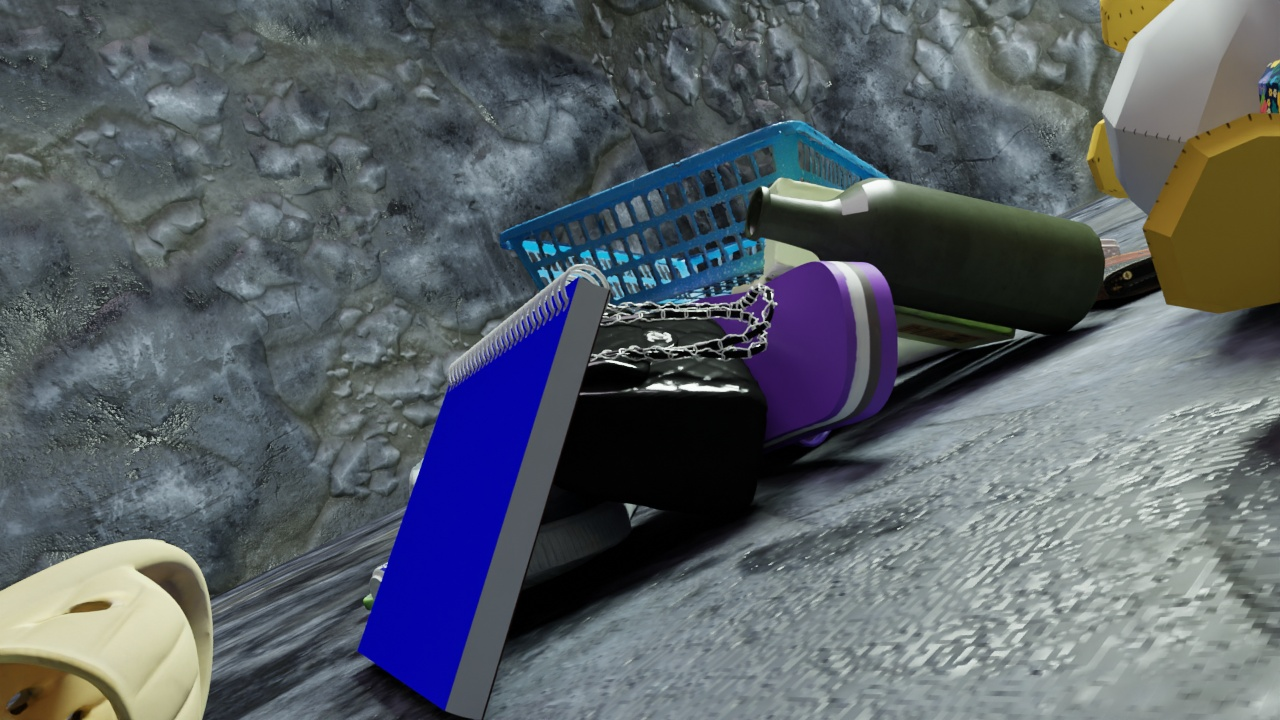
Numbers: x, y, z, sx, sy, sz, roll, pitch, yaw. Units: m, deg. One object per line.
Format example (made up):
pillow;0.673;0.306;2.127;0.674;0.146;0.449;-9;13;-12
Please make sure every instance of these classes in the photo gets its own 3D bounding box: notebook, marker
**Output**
notebook;-0.080;0.059;0.423;0.022;0.171;0.210;22;-19;-19
marker;0.206;-0.007;0.710;0.133;0.027;0.023;-22;1;26

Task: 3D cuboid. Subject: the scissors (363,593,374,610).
scissors;-0.138;0.152;0.641;0.159;0.025;0.172;-16;-1;-41

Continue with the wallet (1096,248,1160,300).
wallet;0.323;-0.057;0.621;0.072;0.019;0.123;-20;0;3

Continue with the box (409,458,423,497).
box;-0.152;0.116;0.819;0.083;0.122;0.215;-1;2;-6

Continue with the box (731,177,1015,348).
box;0.165;-0.066;0.620;0.188;0.083;0.091;10;-4;-14

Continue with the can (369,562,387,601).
can;-0.121;0.126;0.573;0.095;0.032;0.032;-22;-1;-42

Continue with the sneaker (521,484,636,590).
sneaker;-0.058;0.076;0.550;0.089;0.087;0.235;-24;0;8

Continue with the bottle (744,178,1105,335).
bottle;0.165;-0.067;0.545;0.206;0.071;0.071;10;-7;-10

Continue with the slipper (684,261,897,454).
slipper;0.095;0.004;0.565;0.084;0.107;0.267;0;-8;-18

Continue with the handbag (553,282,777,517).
handbag;-0.003;0.003;0.494;0.125;0.115;0.153;3;21;-6

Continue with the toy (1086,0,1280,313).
toy;0.269;-0.091;0.345;0.247;0.141;0.267;-7;25;1

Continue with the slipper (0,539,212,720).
slipper;-0.197;0.139;0.289;0.079;0.111;0.261;-2;8;10

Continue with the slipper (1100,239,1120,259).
slipper;0.280;-0.059;0.743;0.239;0.064;0.094;-6;-2;-14

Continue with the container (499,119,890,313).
container;0.081;-0.095;0.811;0.258;0.089;0.361;-16;-5;27
